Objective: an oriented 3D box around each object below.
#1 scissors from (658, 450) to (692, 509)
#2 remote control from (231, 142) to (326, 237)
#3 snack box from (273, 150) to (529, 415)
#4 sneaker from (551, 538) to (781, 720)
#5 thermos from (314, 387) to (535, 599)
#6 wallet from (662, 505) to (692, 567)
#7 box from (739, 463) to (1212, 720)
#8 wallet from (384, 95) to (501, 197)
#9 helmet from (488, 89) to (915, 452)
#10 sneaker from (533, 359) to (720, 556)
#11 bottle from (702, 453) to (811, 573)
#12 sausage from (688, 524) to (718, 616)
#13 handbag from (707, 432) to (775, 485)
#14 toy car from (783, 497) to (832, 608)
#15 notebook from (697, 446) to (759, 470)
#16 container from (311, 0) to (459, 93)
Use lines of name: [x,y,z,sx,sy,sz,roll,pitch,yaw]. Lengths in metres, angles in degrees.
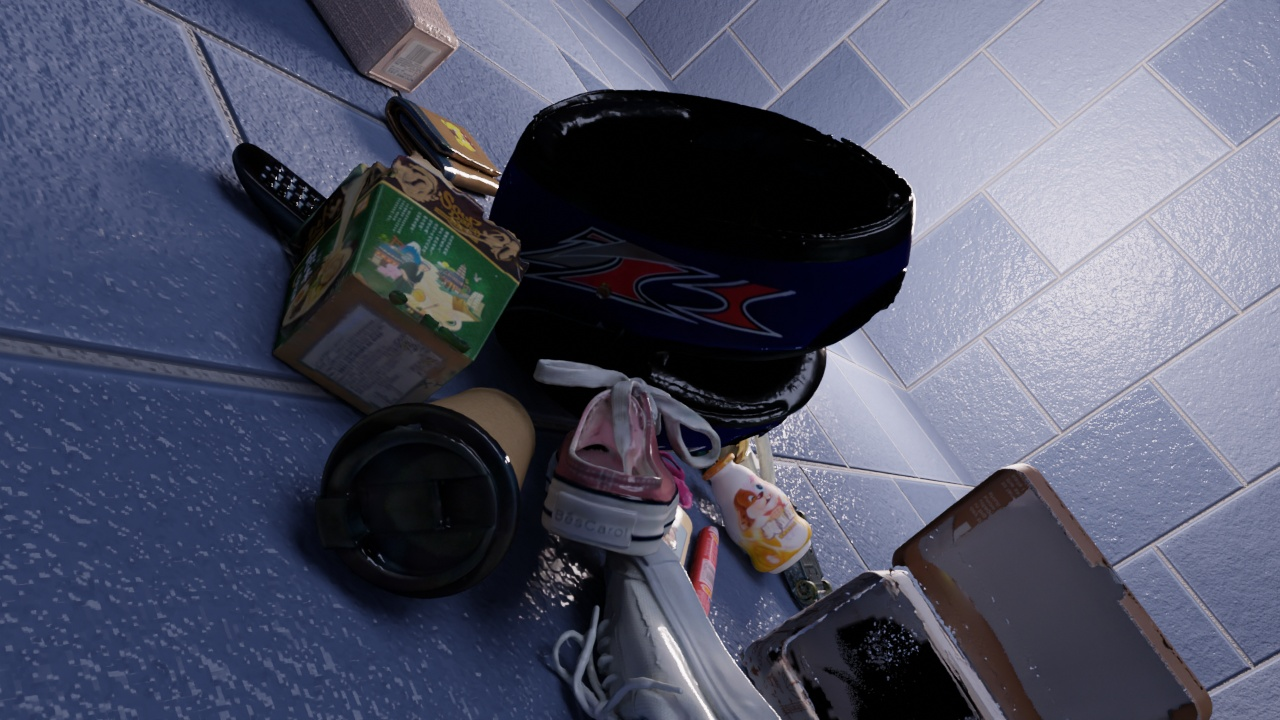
scissors: [-0.006,0.071,0.772,0.137,0.017,0.073,41,20,-16]
remote control: [-0.204,-0.083,0.585,0.136,0.024,0.053,42,18,-28]
snack box: [-0.141,-0.033,0.520,0.118,0.118,0.105,39,33,-25]
sneaker: [0.005,0.178,0.500,0.242,0.090,0.089,-134,-153,-66]
thermos: [-0.098,0.057,0.468,0.093,0.093,0.143,49,9,-5]
wallet: [0.003,0.122,0.678,0.087,0.024,0.115,53,18,-7]
box: [0.214,0.211,0.619,0.110,0.260,0.179,17,37,-56]
wallet: [-0.181,-0.198,0.863,0.090,0.033,0.115,53,14,12]
helmet: [0.033,-0.049,0.680,0.316,0.241,0.246,26,44,31]
sneaker: [-0.011,0.053,0.549,0.118,0.088,0.241,16,-2,1]
bottle: [0.101,0.135,0.820,0.108,0.063,0.063,51,18,4]
sausage: [0.047,0.164,0.701,0.020,0.020,0.155,48,18,-7]
handbag: [0.100,0.048,0.930,0.179,0.063,0.163,60,21,-10]
toy car: [0.147,0.186,0.876,0.054,0.037,0.120,20,45,-59]
notebook: [0.057,0.031,0.946,0.209,0.012,0.150,63,19,7]
container: [-0.244,-0.329,0.881,0.111,0.090,0.090,59,19,13]
